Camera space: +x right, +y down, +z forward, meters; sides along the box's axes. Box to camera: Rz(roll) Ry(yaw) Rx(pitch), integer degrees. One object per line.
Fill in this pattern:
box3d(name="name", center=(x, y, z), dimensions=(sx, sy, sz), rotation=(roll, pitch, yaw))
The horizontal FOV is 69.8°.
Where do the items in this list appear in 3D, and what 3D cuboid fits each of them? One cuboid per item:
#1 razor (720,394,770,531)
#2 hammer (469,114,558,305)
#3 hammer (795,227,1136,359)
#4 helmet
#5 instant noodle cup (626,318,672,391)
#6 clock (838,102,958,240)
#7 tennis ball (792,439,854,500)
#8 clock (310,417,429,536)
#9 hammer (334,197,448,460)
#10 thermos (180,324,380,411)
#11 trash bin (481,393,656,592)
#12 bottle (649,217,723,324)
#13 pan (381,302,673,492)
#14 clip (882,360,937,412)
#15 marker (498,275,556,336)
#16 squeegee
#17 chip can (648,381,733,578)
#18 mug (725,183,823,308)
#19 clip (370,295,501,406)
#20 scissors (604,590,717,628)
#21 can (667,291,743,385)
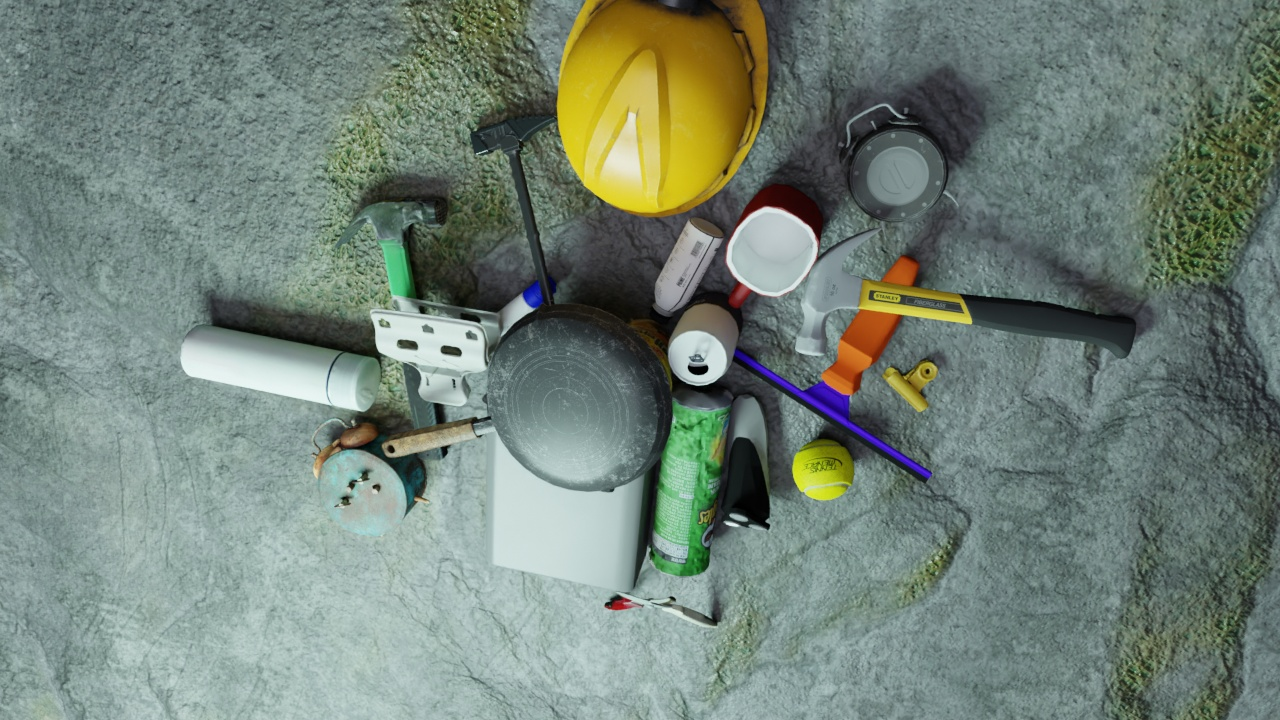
box3d(name="razor", center=(0.118, 0.114, 1.019), dimensions=(0.057, 0.060, 0.156), rotation=(5, 95, 23))
box3d(name="hammer", center=(-0.095, -0.090, 0.947), dimensions=(0.095, 0.015, 0.325), rotation=(-13, 92, 18))
box3d(name="hammer", center=(0.315, -0.048, 0.876), dimensions=(0.323, 0.029, 0.127), rotation=(8, 95, -4))
box3d(name="helmet", center=(0.008, -0.242, 0.847), dimensions=(0.205, 0.131, 0.256), rotation=(18, 117, 5))
box3d(name="instant noodle cup", center=(-0.006, 0.006, 0.968), dimensions=(0.102, 0.108, 0.102), rotation=(5, 113, 11))
box3d(name="clock", center=(0.239, -0.183, 0.863), dimensions=(0.091, 0.043, 0.123), rotation=(-25, 105, 22))
box3d(name="tennis ball", center=(0.198, 0.118, 0.992), dimensions=(0.065, 0.065, 0.065), rotation=(5, 114, 11))
box3d(name="clock", center=(-0.344, 0.141, 1.130), dimensions=(0.121, 0.073, 0.157), rotation=(-36, 100, 24))
box3d(name="hammer", center=(-0.266, -0.028, 1.062), dimensions=(0.130, 0.032, 0.319), rotation=(0, 113, 13))
box3d(name="thermos", center=(-0.429, 0.008, 1.097), dimensions=(0.230, 0.067, 0.068), rotation=(10, 115, 9))
box3d(name="trash bin", center=(-0.079, 0.136, 1.051), dimensions=(0.192, 0.097, 0.220), rotation=(10, 116, 9))
box3d(name="bottle", center=(0.043, -0.089, 0.953), dimensions=(0.041, 0.041, 0.116), rotation=(28, 116, 0))
box3d(name="pan", center=(-0.137, 0.063, 0.953), dimensions=(0.358, 0.040, 0.208), rotation=(-15, 102, 23))
box3d(name="clip", center=(0.284, 0.023, 0.951), dimensions=(0.054, 0.046, 0.048), rotation=(44, 140, -5))
box3d(name="marker", center=(-0.148, -0.048, 1.027), dimensions=(0.133, 0.027, 0.023), rotation=(-35, 101, 26))
box3d(name="squeegee", center=(0.228, -0.022, 0.929), dimensions=(0.250, 0.055, 0.185), rotation=(34, 115, 20))
box3d(name="chip can", center=(0.055, 0.132, 1.029), dimensions=(0.075, 0.075, 0.224), rotation=(10, 114, 9))
box3d(name="mug", center=(0.123, -0.106, 0.895), dimensions=(0.080, 0.096, 0.117), rotation=(33, 116, -2))
box3d(name="clip", center=(-0.217, -0.020, 1.013), dimensions=(0.127, 0.110, 0.151), rotation=(10, 152, 7))
box3d(name="scissors", center=(0.026, 0.295, 1.089), dimensions=(0.179, 0.015, 0.200), rotation=(19, 158, -20))
box3d(name="can", center=(0.065, -0.021, 0.929), dimensions=(0.064, 0.127, 0.064), rotation=(5, 114, 11))
